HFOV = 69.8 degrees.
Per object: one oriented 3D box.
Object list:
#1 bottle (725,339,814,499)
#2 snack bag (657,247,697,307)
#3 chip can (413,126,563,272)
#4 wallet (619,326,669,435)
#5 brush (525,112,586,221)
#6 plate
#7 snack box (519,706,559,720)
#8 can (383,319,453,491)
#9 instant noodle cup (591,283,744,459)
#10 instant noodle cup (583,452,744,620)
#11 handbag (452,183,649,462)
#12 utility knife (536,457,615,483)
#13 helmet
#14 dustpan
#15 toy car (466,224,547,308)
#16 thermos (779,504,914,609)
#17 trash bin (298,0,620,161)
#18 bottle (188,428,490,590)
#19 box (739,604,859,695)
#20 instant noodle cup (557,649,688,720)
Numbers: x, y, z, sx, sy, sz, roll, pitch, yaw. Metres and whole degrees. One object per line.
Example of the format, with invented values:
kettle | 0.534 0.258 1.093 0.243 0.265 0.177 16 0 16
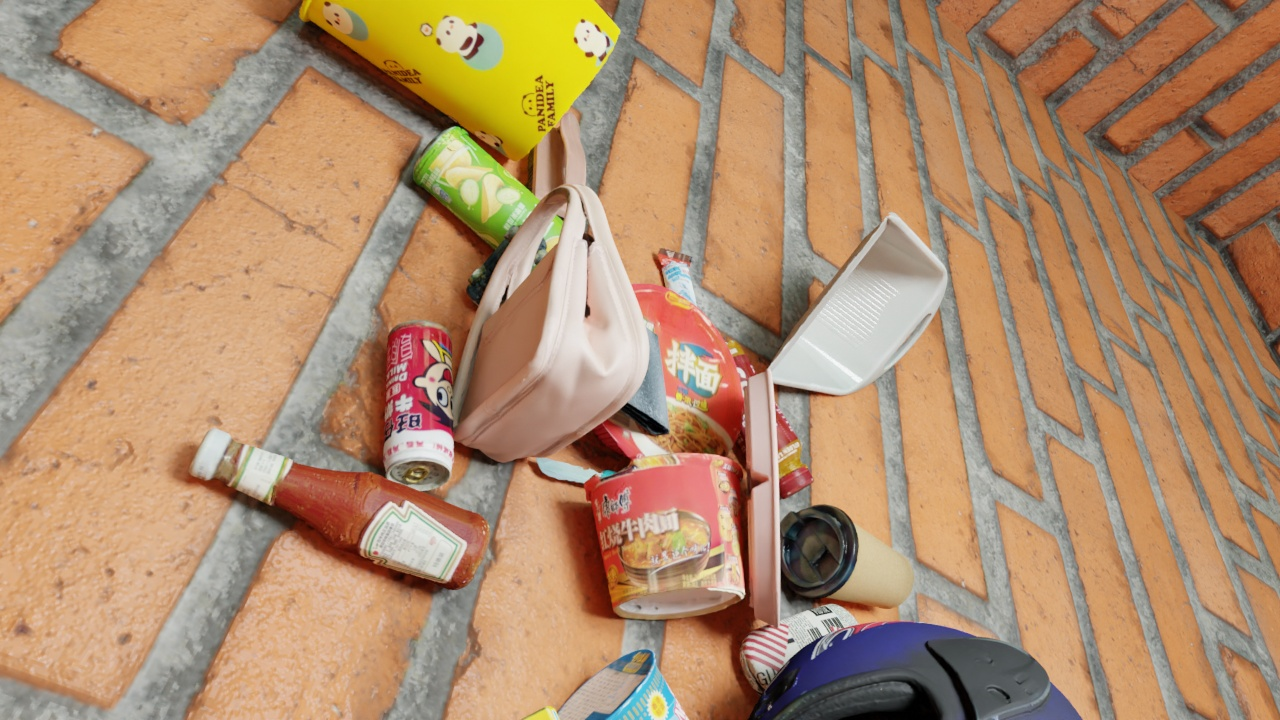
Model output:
bottle | 0.122 0.064 0.979 0.057 0.058 0.175 -14 67 -47
snack bag | 0.046 -0.084 1.062 0.048 0.026 0.104 10 50 -22
chip can | -0.126 -0.137 0.914 0.221 0.073 0.072 41 39 -7
wallet | -0.005 0.005 0.790 0.121 0.019 0.097 42 38 -62
brush | -0.089 -0.211 1.012 0.063 0.073 0.145 21 43 -27
plate | 0.108 0.122 0.825 0.028 0.230 0.229 -1 46 7
snack box | -0.067 0.306 0.584 0.087 0.034 0.140 -25 70 -6
can | -0.177 0.035 0.734 0.053 0.053 0.132 17 47 -32
instant noodle cup | 0.007 0.025 0.883 0.193 0.066 0.193 18 58 -32
instant noodle cup | 0.027 0.151 0.766 0.137 0.138 0.108 13 58 -35
handbag | -0.081 -0.047 0.765 0.093 0.194 0.233 18 54 -30
utility knife | -0.004 0.119 0.852 0.218 0.013 0.029 20 47 -32
helmet | 0.190 0.318 0.682 0.315 0.248 0.240 10 24 -33
dustpan | 0.273 -0.045 1.077 0.142 0.223 0.257 37 15 4
toy car | -0.126 -0.087 0.868 0.043 0.034 0.090 38 83 -4
thermos | 0.208 0.203 0.920 0.143 0.093 0.093 26 42 -35
trash bin | -0.175 -0.359 0.952 0.255 0.230 0.229 37 39 -21
bottle | -0.209 0.103 0.647 0.206 0.060 0.059 26 43 -19
box | 0.152 0.269 0.850 0.164 0.051 0.068 0 68 -41
instant noodle cup | 0.002 0.284 0.662 0.110 0.099 0.099 54 39 -4
